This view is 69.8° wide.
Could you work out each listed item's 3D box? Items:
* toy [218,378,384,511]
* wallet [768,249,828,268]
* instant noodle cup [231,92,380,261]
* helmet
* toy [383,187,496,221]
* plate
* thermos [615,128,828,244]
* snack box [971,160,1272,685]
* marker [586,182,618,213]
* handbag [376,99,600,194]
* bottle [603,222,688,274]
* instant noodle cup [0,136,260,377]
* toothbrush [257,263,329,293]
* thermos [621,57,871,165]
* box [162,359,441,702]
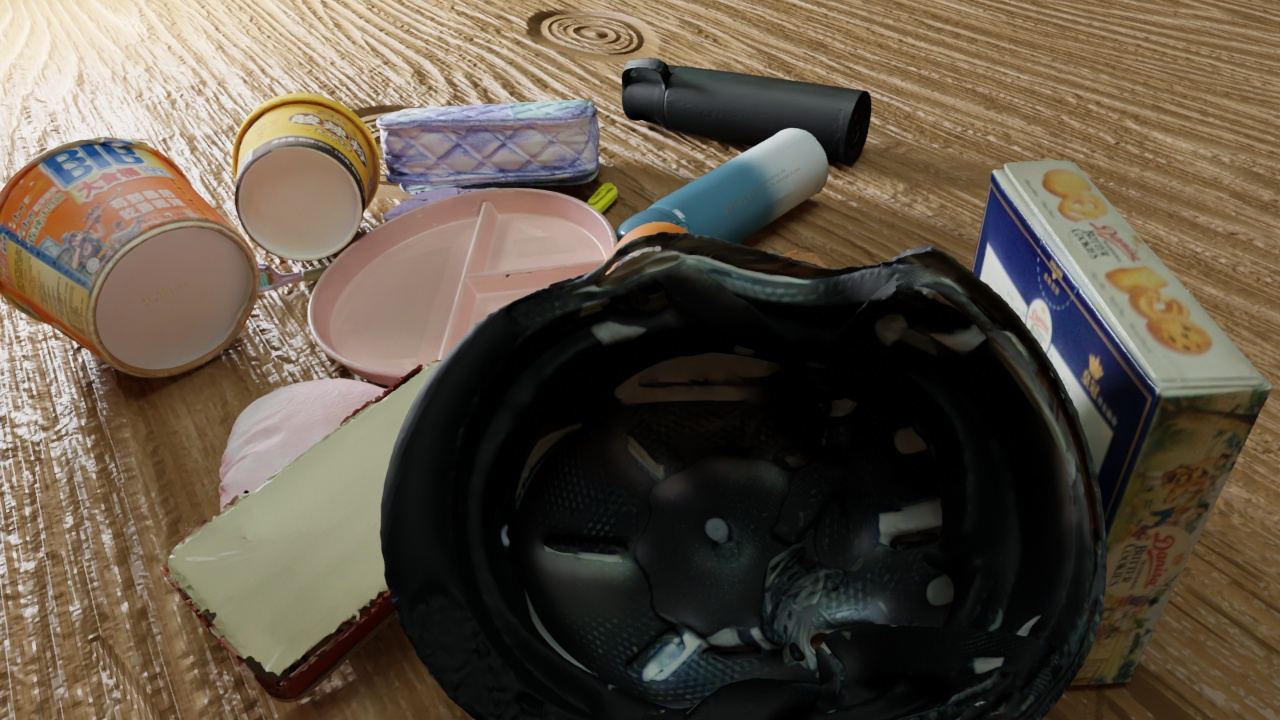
[{"bbox_3d":[-0.162,0.054,0.537,0.159,0.054,0.121,-11,50,-11],"label":"toy"},{"bbox_3d":[0.084,-0.034,0.654,0.131,0.031,0.107,-16,43,-15],"label":"wallet"},{"bbox_3d":[-0.272,-0.144,0.742,0.118,0.119,0.114,-10,31,-9],"label":"instant noodle cup"},{"bbox_3d":[0.045,0.072,0.407,0.274,0.157,0.229,-7,67,7],"label":"helmet"},{"bbox_3d":[-0.159,-0.131,0.794,0.108,0.039,0.083,-5,19,0],"label":"toy"},{"bbox_3d":[-0.127,-0.057,0.674,0.229,0.028,0.229,-6,41,5],"label":"plate"},{"bbox_3d":[0.067,-0.122,0.743,0.070,0.070,0.219,27,47,34],"label":"thermos"},{"bbox_3d":[0.201,0.027,0.441,0.046,0.183,0.177,-2,38,0],"label":"snack box"},{"bbox_3d":[-0.053,-0.120,0.790,0.018,0.015,0.123,13,42,24],"label":"marker"},{"bbox_3d":[-0.135,-0.195,0.836,0.194,0.076,0.134,-2,21,1],"label":"handbag"},{"bbox_3d":[-0.012,-0.033,0.583,0.067,0.067,0.149,16,40,23],"label":"bottle"},{"bbox_3d":[-0.352,-0.066,0.643,0.111,0.152,0.151,32,49,26],"label":"instant noodle cup"},{"bbox_3d":[-0.217,-0.082,0.748,0.189,0.021,0.029,-12,62,-14],"label":"toothbrush"},{"bbox_3d":[0.094,-0.249,0.891,0.243,0.090,0.068,17,84,25],"label":"thermos"},{"bbox_3d":[-0.138,0.076,0.454,0.091,0.076,0.168,43,60,11],"label":"box"}]
